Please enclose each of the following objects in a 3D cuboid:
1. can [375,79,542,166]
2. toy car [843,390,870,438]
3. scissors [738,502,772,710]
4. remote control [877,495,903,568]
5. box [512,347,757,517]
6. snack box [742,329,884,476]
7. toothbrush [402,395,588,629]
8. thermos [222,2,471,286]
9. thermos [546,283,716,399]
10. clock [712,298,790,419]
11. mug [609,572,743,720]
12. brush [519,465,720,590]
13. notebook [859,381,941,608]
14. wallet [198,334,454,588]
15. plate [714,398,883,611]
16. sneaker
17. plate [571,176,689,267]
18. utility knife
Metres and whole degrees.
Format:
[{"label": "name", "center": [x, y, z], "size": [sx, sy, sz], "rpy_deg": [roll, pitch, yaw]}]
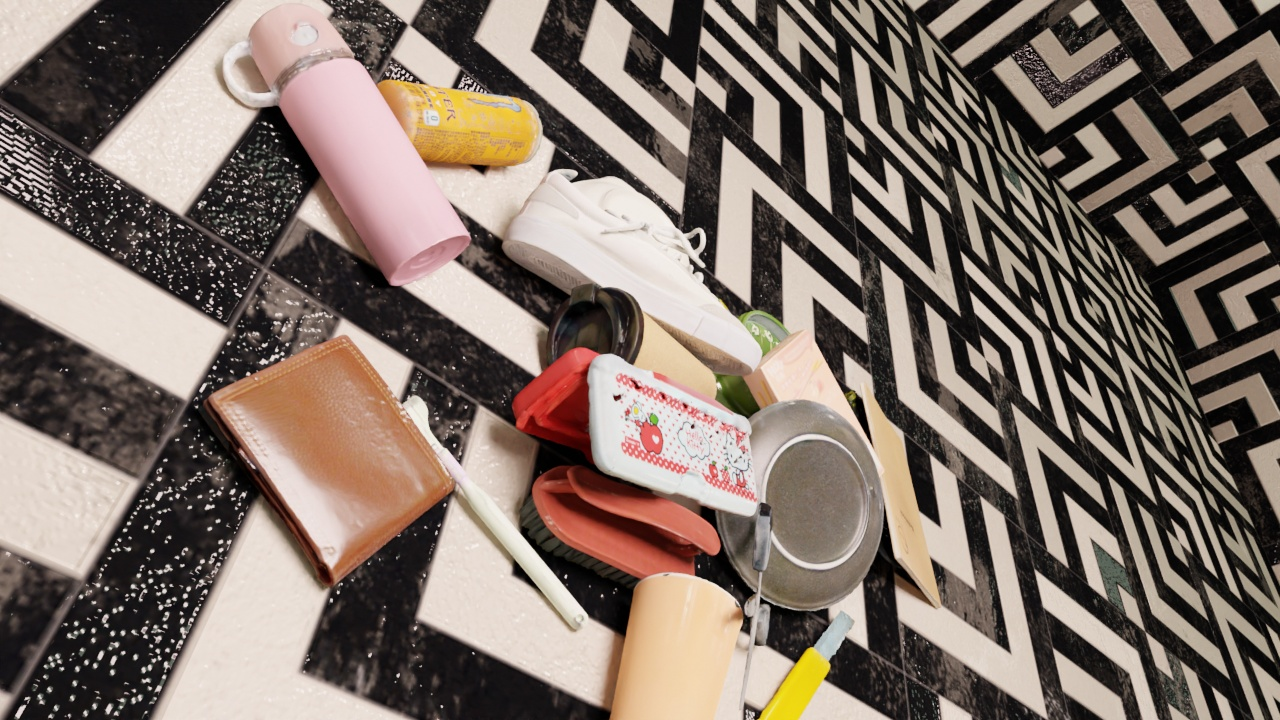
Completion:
[{"label": "can", "center": [-0.146, -0.187, 0.733], "size": [0.145, 0.058, 0.058], "rpy_deg": [-13, 73, -54]}, {"label": "toy car", "center": [0.220, 0.073, 0.980], "size": [0.048, 0.032, 0.105], "rpy_deg": [57, 34, -14]}, {"label": "scissors", "center": [0.083, 0.180, 0.668], "size": [0.160, 0.014, 0.180], "rpy_deg": [79, 19, -45]}, {"label": "remote control", "center": [0.247, 0.154, 0.956], "size": [0.053, 0.024, 0.136], "rpy_deg": [30, 42, -35]}, {"label": "box", "center": [0.012, 0.065, 0.654], "size": [0.201, 0.095, 0.100], "rpy_deg": [25, 32, -50]}, {"label": "snack box", "center": [0.159, 0.058, 0.834], "size": [0.084, 0.026, 0.157], "rpy_deg": [-35, 98, -41]}, {"label": "toothbrush", "center": [-0.095, 0.103, 0.595], "size": [0.029, 0.020, 0.189], "rpy_deg": [-42, 99, -24]}, {"label": "thermos", "center": [-0.205, -0.146, 0.632], "size": [0.087, 0.067, 0.198], "rpy_deg": [-33, 89, -26]}, {"label": "thermos", "center": [-0.004, 0.004, 0.727], "size": [0.143, 0.093, 0.093], "rpy_deg": [29, 42, -44]}, {"label": "clock", "center": [0.125, 0.016, 0.894], "size": [0.161, 0.056, 0.115], "rpy_deg": [33, 42, -30]}, {"label": "mug", "center": [0.018, 0.212, 0.597], "size": [0.078, 0.078, 0.122], "rpy_deg": [41, 43, -20]}, {"label": "brush", "center": [-0.013, 0.114, 0.638], "size": [0.145, 0.069, 0.063], "rpy_deg": [31, 41, -31]}, {"label": "notebook", "center": [0.277, 0.142, 0.979], "size": [0.148, 0.008, 0.207], "rpy_deg": [47, 32, -44]}, {"label": "wallet", "center": [-0.177, 0.053, 0.528], "size": [0.124, 0.032, 0.101], "rpy_deg": [54, 38, -1]}, {"label": "plate", "center": [0.143, 0.120, 0.775], "size": [0.179, 0.024, 0.179], "rpy_deg": [6, 77, -27]}, {"label": "sneaker", "center": [0.007, -0.073, 0.771], "size": [0.242, 0.090, 0.090], "rpy_deg": [31, 71, -18]}, {"label": "plate", "center": [-0.004, -0.107, 0.860], "size": [0.164, 0.034, 0.163], "rpy_deg": [56, 35, 1]}, {"label": "utility knife", "center": [0.130, 0.261, 0.736], "size": [0.222, 0.015, 0.033], "rpy_deg": [-28, 90, -54]}]
